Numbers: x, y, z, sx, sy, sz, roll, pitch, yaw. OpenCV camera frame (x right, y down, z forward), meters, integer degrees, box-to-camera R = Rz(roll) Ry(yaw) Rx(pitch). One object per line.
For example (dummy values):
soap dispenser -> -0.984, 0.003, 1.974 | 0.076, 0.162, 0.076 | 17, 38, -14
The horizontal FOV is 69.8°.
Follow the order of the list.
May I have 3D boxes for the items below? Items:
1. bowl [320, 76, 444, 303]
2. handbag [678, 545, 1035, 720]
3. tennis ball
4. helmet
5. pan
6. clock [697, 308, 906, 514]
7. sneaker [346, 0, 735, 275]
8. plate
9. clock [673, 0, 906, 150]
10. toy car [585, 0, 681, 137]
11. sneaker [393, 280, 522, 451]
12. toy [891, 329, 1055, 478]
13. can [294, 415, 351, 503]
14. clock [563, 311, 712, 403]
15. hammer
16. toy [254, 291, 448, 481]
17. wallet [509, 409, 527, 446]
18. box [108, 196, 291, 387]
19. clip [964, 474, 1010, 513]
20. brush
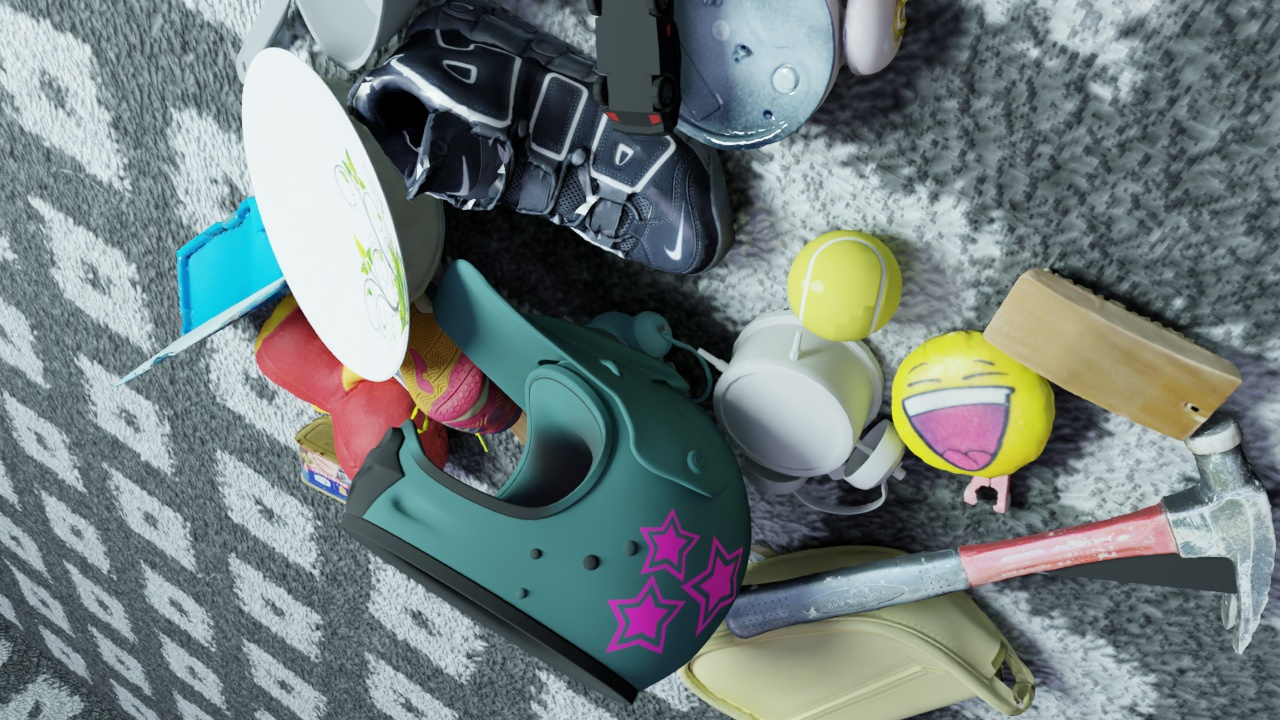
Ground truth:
bowl -> -0.205, -0.127, 0.693 | 0.177, 0.057, 0.177 | 12, 118, 23
handbag -> 0.156, 0.225, 0.711 | 0.191, 0.088, 0.234 | 42, 133, -7
tennis ball -> 0.119, -0.043, 0.536 | 0.065, 0.065, 0.065 | 19, 131, 22
helmet -> -0.049, 0.076, 0.594 | 0.274, 0.199, 0.177 | 38, 157, -16
pan -> -0.217, -0.262, 0.597 | 0.357, 0.050, 0.200 | -17, 91, 59
clock -> 0.112, 0.039, 0.614 | 0.120, 0.060, 0.159 | -11, 120, 40
sneaker -> -0.067, -0.119, 0.547 | 0.252, 0.150, 0.097 | 34, 135, 8
plate -> -0.208, -0.098, 0.632 | 0.229, 0.030, 0.230 | 30, 133, 39
clock -> 0.068, -0.182, 0.469 | 0.158, 0.058, 0.117 | -24, 107, 44
toy car -> 0.001, -0.161, 0.466 | 0.042, 0.036, 0.092 | 13, 120, 32
sneaker -> -0.187, -0.016, 0.753 | 0.242, 0.116, 0.091 | 40, -175, 32
toy -> 0.196, 0.027, 0.548 | 0.096, 0.041, 0.094 | -9, 103, 39
can -> -0.312, 0.105, 0.960 | 0.100, 0.053, 0.059 | 21, 131, 20
clock -> -0.004, 0.004, 0.675 | 0.123, 0.041, 0.087 | 11, 128, 30
hammer -> 0.206, 0.137, 0.571 | 0.327, 0.036, 0.140 | -18, 106, 24
toy -> -0.263, 0.034, 0.845 | 0.216, 0.098, 0.148 | 52, 143, -3
wallet -> -0.053, 0.066, 0.765 | 0.121, 0.026, 0.099 | 49, 137, -9
box -> -0.362, -0.057, 0.812 | 0.244, 0.170, 0.070 | -16, 141, 42
clip -> 0.228, 0.076, 0.584 | 0.044, 0.023, 0.060 | 29, 136, 7
brush -> 0.250, -0.007, 0.491 | 0.117, 0.039, 0.049 | 29, 135, 13
